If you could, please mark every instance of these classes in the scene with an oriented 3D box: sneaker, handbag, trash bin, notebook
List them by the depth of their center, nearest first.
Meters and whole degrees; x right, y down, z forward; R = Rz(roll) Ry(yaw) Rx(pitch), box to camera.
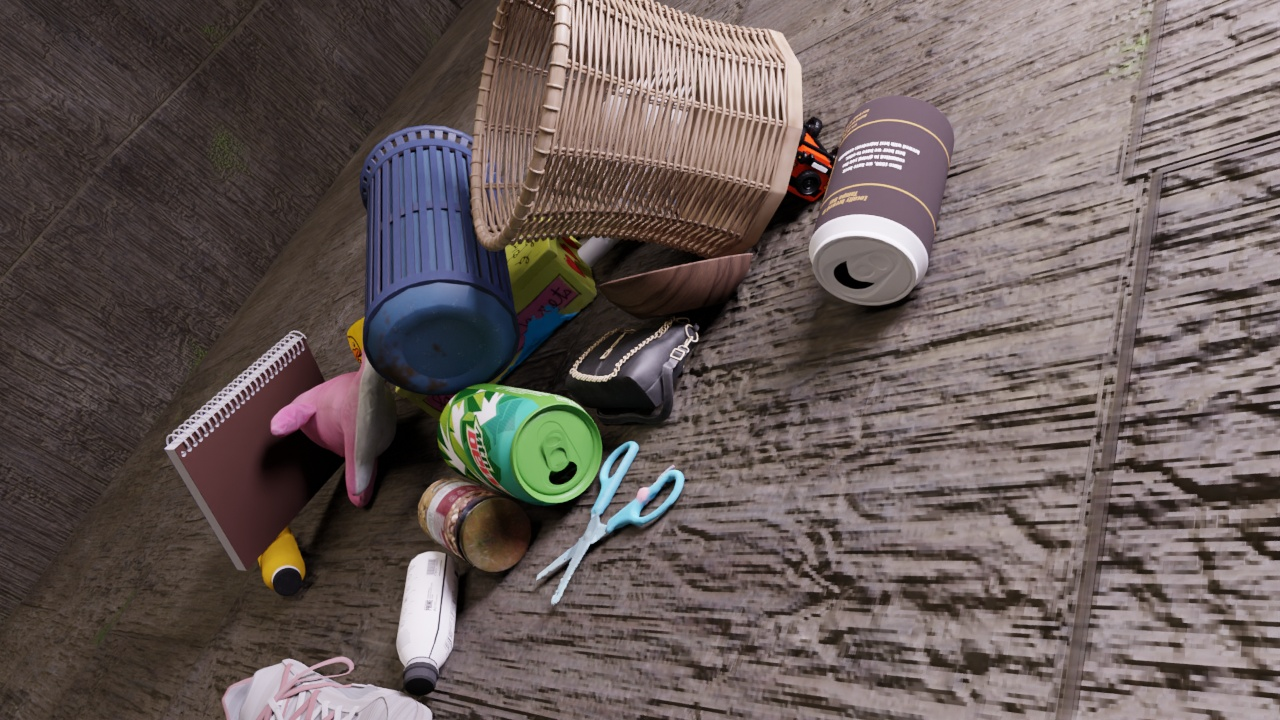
[{"bbox_3d":[-0.247,0.268,0.676,0.237,0.089,0.099,-19,40,44],"label":"sneaker"},{"bbox_3d":[-0.004,0.004,0.710,0.079,0.054,0.129,-49,22,-25],"label":"handbag"},{"bbox_3d":[-0.185,-0.091,0.835,0.139,0.139,0.249,-38,41,20],"label":"trash bin"},{"bbox_3d":[-0.406,0.093,1.005,0.022,0.172,0.208,-1,32,23],"label":"notebook"}]

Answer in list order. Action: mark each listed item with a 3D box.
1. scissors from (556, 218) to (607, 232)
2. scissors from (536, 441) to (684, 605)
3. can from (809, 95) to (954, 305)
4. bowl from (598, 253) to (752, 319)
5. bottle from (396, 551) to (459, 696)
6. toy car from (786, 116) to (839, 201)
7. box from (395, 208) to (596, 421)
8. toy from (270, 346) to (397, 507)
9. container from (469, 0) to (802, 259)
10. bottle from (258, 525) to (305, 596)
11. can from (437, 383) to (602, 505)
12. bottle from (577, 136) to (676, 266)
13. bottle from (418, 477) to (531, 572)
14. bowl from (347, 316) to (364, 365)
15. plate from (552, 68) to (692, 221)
[{"bbox_3d":[-0.068,-0.160,1.041,0.189,0.015,0.139,-20,38,40],"label":"scissors"},{"bbox_3d":[-0.028,0.104,0.646,0.139,0.015,0.117,-36,29,13],"label":"scissors"},{"bbox_3d":[0.153,-0.103,0.580,0.072,0.072,0.128,-17,41,46],"label":"can"},{"bbox_3d":[0.029,-0.053,0.699,0.119,0.032,0.119,-12,2,0],"label":"bowl"},{"bbox_3d":[-0.161,0.198,0.692,0.041,0.041,0.115,-39,29,18],"label":"bottle"},{"bbox_3d":[0.121,-0.166,0.725,0.049,0.051,0.100,-56,29,27],"label":"toy car"},{"bbox_3d":[-0.150,-0.046,0.948,0.221,0.079,0.124,-42,28,17],"label":"box"},{"bbox_3d":[-0.319,0.059,0.965,0.266,0.127,0.186,166,110,-69],"label":"toy"},{"bbox_3d":[-0.009,-0.184,0.711,0.227,0.196,0.227,-174,90,-67],"label":"container"},{"bbox_3d":[-0.396,0.219,1.009,0.043,0.043,0.144,-54,28,-9],"label":"bottle"},{"bbox_3d":[-0.097,0.064,0.723,0.144,0.083,0.083,5,59,58],"label":"can"},{"bbox_3d":[0.016,-0.162,0.876,0.195,0.052,0.052,-41,28,16],"label":"bottle"},{"bbox_3d":[-0.133,0.127,0.724,0.105,0.056,0.056,5,59,58],"label":"bottle"},{"bbox_3d":[-0.280,-0.015,1.084,0.118,0.117,0.067,-29,74,33],"label":"bowl"},{"bbox_3d":[-0.008,-0.199,0.893,0.188,0.027,0.189,-41,-16,-14],"label":"plate"}]
